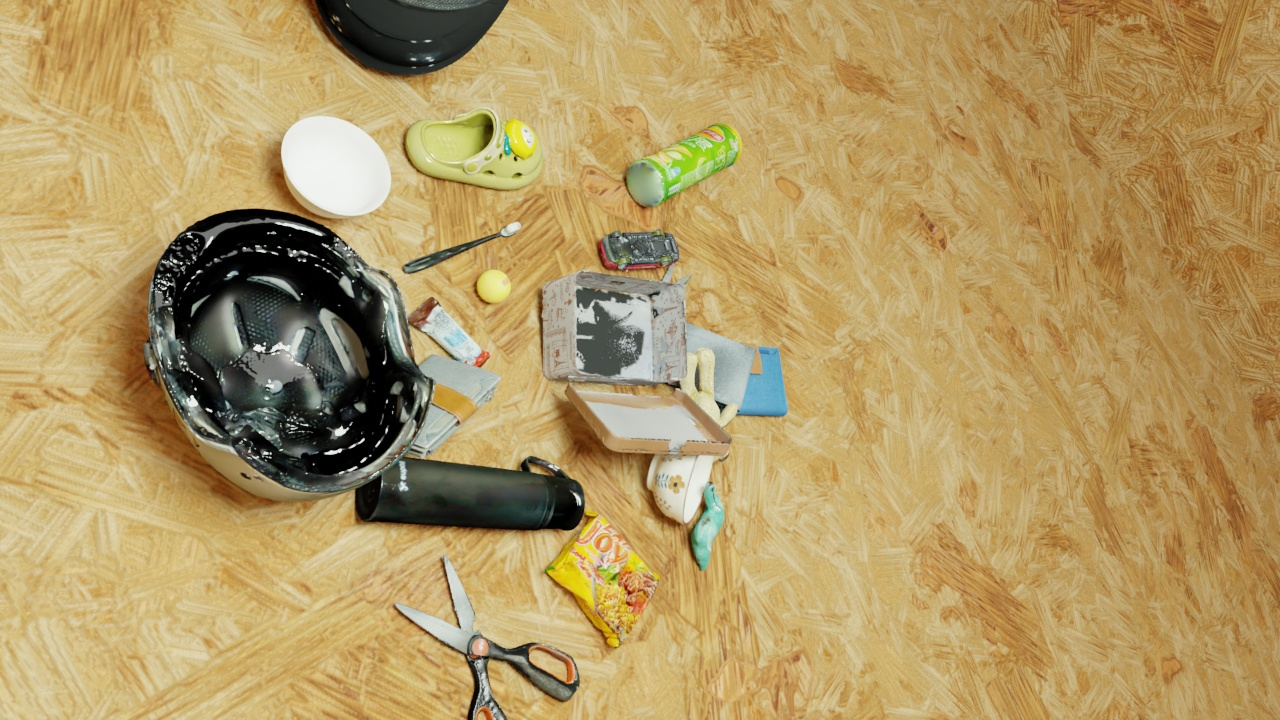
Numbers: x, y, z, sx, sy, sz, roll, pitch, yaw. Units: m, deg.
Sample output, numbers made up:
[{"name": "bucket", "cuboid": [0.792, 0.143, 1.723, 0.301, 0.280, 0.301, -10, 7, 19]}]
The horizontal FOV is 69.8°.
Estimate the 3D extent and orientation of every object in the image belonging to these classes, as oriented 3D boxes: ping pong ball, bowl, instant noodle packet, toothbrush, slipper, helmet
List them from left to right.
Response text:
[{"name": "helmet", "cuboid": [-0.330, 0.013, 0.851, 0.229, 0.157, 0.274, -27, 78, -41]}, {"name": "bowl", "cuboid": [-0.340, -0.197, 1.000, 0.118, 0.065, 0.118, 18, 59, -32]}, {"name": "helmet", "cuboid": [-0.265, -0.477, 1.080, 0.233, 0.231, 0.274, 26, 47, -20]}, {"name": "toothbrush", "cuboid": [-0.213, -0.138, 1.111, 0.180, 0.018, 0.015, -30, 94, -42]}, {"name": "slipper", "cuboid": [-0.195, -0.267, 1.142, 0.190, 0.082, 0.091, -6, 76, -38]}, {"name": "ping pong ball", "cuboid": [-0.176, -0.089, 1.100, 0.040, 0.040, 0.040, 17, 60, -33]}, {"name": "instant noodle packet", "cuboid": [-0.041, 0.246, 1.056, 0.128, 0.044, 0.110, 50, 44, -9]}, {"name": "bowl", "cuboid": [0.046, 0.143, 1.147, 0.062, 0.114, 0.113, 15, 50, 15]}]

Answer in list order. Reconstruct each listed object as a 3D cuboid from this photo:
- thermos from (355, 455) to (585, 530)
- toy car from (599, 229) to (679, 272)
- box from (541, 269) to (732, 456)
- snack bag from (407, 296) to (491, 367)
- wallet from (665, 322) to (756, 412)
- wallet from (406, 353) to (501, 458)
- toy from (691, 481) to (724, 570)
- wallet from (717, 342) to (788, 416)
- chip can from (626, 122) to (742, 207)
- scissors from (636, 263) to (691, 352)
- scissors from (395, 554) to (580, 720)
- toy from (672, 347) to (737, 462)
[{"name": "thermos", "cuboid": [-0.179, 0.138, 0.985, 0.242, 0.069, 0.090, 12, 40, -37]}, {"name": "toy car", "cuboid": [-0.003, -0.149, 1.266, 0.120, 0.045, 0.053, -4, 71, -34]}, {"name": "box", "cuboid": [-0.013, 0.012, 1.122, 0.178, 0.131, 0.272, 5, 53, -36]}, {"name": "snack bag", "cuboid": [-0.215, -0.025, 1.049, 0.105, 0.026, 0.045, 46, 58, -12]}, {"name": "wallet", "cuboid": [0.095, 0.007, 1.263, 0.121, 0.019, 0.097, 21, 68, -10]}, {"name": "wallet", "cuboid": [-0.222, 0.044, 0.966, 0.129, 0.107, 0.037, -49, 142, -42]}, {"name": "toy", "cuboid": [0.086, 0.206, 1.175, 0.091, 0.030, 0.096, -57, 146, -51]}, {"name": "wallet", "cuboid": [0.155, 0.028, 1.321, 0.132, 0.040, 0.106, 5, 72, -38]}, {"name": "chip can", "cuboid": [0.066, -0.294, 1.371, 0.220, 0.073, 0.072, -36, 95, -43]}, {"name": "scissors", "cuboid": [0.021, -0.082, 1.277, 0.165, 0.014, 0.162, 7, 67, -37]}, {"name": "scissors", "cuboid": [-0.155, 0.317, 0.944, 0.220, 0.022, 0.224, 20, 60, -32]}, {"name": "toy", "cuboid": [0.082, 0.061, 1.208, 0.105, 0.066, 0.157, -10, 97, -16]}]
